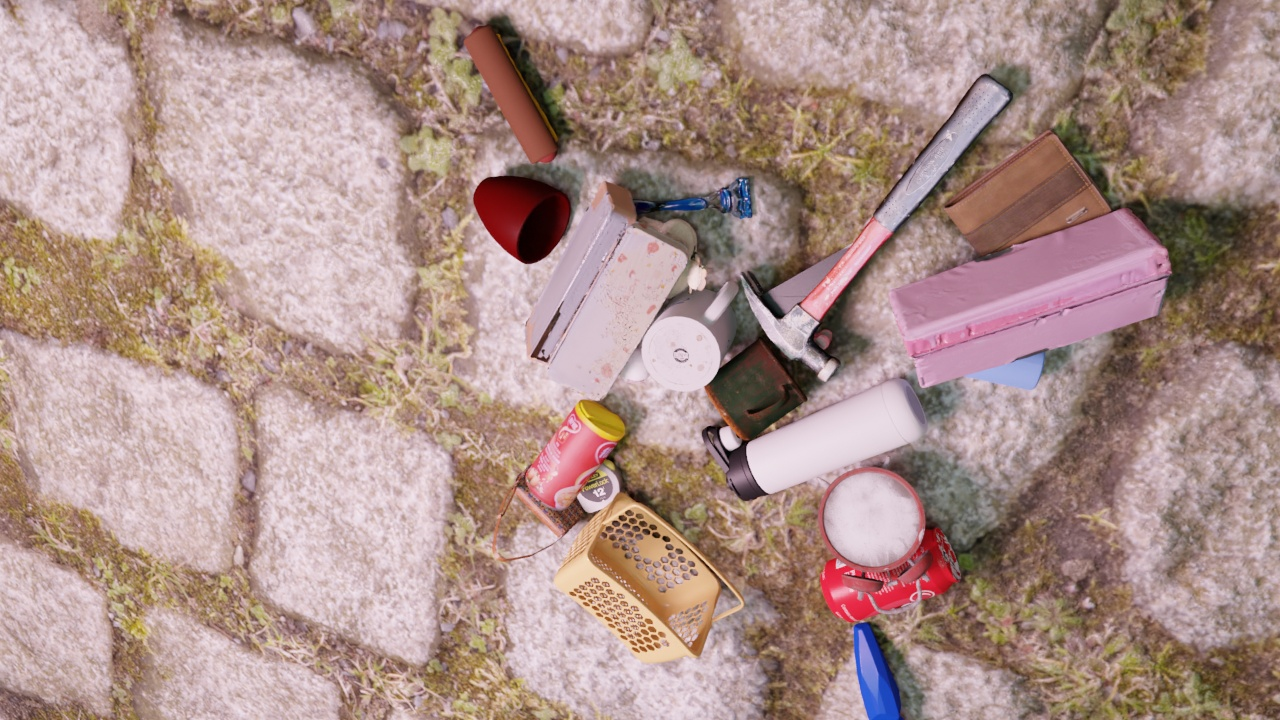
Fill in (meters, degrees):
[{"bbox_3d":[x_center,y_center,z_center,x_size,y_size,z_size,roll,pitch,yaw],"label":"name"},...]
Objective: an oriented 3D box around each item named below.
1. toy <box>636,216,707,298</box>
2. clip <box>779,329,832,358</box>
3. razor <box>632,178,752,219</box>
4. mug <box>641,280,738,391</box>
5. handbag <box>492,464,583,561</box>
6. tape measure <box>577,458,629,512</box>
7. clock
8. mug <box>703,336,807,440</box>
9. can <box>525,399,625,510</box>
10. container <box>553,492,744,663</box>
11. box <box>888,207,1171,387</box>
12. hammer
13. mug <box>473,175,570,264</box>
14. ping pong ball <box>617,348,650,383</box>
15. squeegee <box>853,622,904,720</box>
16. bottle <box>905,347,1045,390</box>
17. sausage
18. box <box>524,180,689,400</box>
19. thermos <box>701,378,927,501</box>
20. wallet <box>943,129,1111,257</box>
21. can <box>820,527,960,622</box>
[{"bbox_3d":[0.034,-0.108,0.980,0.112,0.050,0.087,28,118,24],"label":"toy"},{"bbox_3d":[0.182,-0.021,0.993,0.060,0.043,0.023,-10,104,50],"label":"clip"},{"bbox_3d":[0.047,-0.165,0.972,0.141,0.018,0.044,-2,112,18],"label":"razor"},{"bbox_3d":[0.064,-0.036,0.977,0.083,0.096,0.120,39,117,-1],"label":"mug"},{"bbox_3d":[-0.133,0.192,1.078,0.093,0.195,0.043,46,111,-2],"label":"handbag"},{"bbox_3d":[-0.052,0.153,1.136,0.064,0.016,0.065,-23,104,24],"label":"tape measure"},{"bbox_3d":[0.253,0.190,0.985,0.110,0.062,0.156,-18,77,9],"label":"clock"},{"bbox_3d":[0.122,0.037,0.970,0.081,0.111,0.085,-37,108,8],"label":"mug"},{"bbox_3d":[-0.078,0.111,1.088,0.066,0.066,0.124,37,108,0],"label":"can"},{"bbox_3d":[0.014,0.253,1.090,0.183,0.128,0.167,44,129,-9],"label":"container"},{"bbox_3d":[0.366,-0.043,0.869,0.233,0.099,0.107,-20,122,14],"label":"box"},{"bbox_3d":[0.232,-0.140,0.907,0.140,0.036,0.327,43,114,13],"label":"hammer"},{"bbox_3d":[-0.138,-0.155,1.009,0.088,0.086,0.114,33,147,21],"label":"mug"},{"bbox_3d":[-0.006,0.006,1.047,0.040,0.040,0.040,6,113,14],"label":"ping pong ball"},{"bbox_3d":[0.293,0.408,1.117,0.250,0.055,0.185,-15,96,22],"label":"squeegee"},{"bbox_3d":[0.337,-0.006,0.933,0.131,0.048,0.048,13,115,12],"label":"bottle"},{"bbox_3d":[-0.134,-0.280,0.970,0.040,0.040,0.155,-24,103,24],"label":"sausage"},{"bbox_3d":[-0.040,-0.072,0.998,0.095,0.114,0.218,16,125,-27],"label":"box"},{"bbox_3d":[0.187,0.078,1.008,0.230,0.068,0.101,-26,89,26],"label":"thermos"},{"bbox_3d":[0.369,-0.146,0.878,0.121,0.026,0.098,-37,102,25],"label":"wallet"},{"bbox_3d":[0.281,0.243,1.039,0.143,0.074,0.074,-27,102,25],"label":"can"}]
